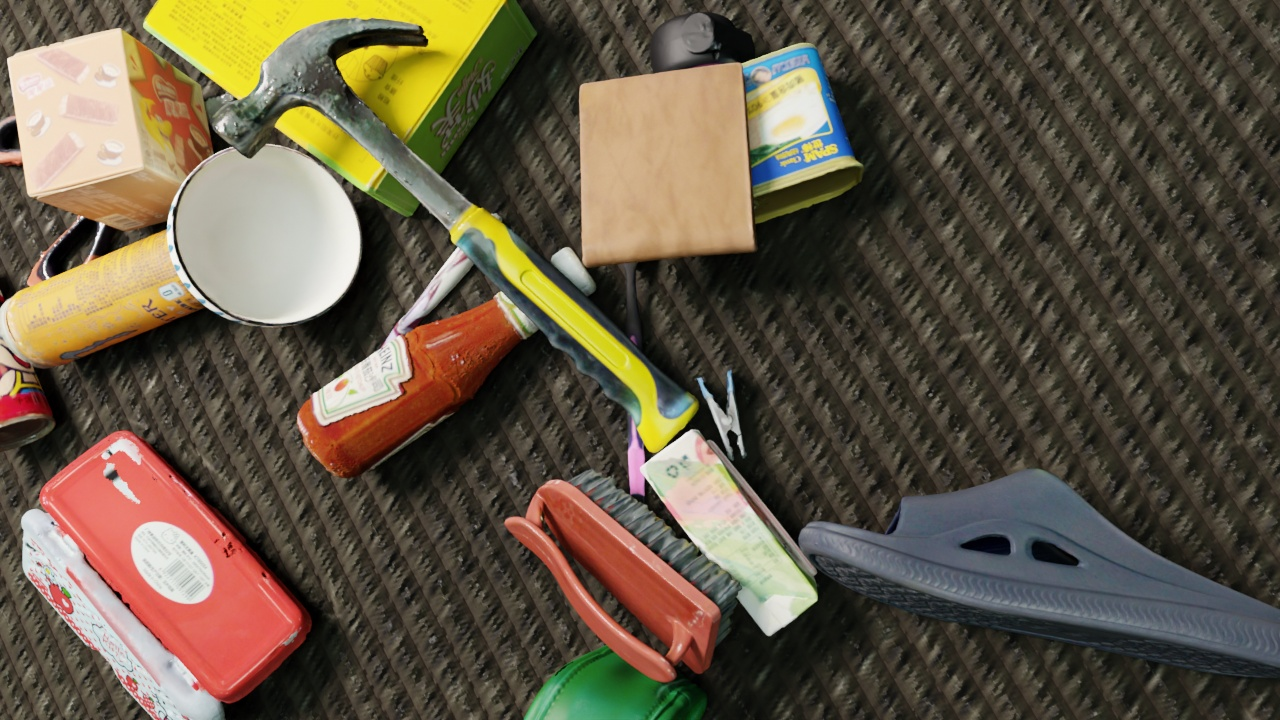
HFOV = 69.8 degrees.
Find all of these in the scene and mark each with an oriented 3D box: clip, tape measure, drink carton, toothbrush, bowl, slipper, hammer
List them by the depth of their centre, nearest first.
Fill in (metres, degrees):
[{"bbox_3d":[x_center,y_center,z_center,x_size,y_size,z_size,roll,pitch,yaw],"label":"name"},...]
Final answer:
[{"bbox_3d":[0.222,0.109,0.505,0.268,0.111,0.083,12,71,6],"label":"slipper"},{"bbox_3d":[-0.089,-0.072,0.549,0.323,0.032,0.126,43,86,-6],"label":"hammer"},{"bbox_3d":[0.056,0.099,0.552,0.045,0.053,0.122,-39,81,5],"label":"drink carton"},{"bbox_3d":[0.054,0.035,0.572,0.043,0.027,0.058,-14,84,1],"label":"clip"},{"bbox_3d":[0.036,-0.189,0.575,0.058,0.057,0.039,-11,81,41],"label":"tape measure"},{"bbox_3d":[-0.003,0.003,0.592,0.014,0.017,0.189,-2,89,11],"label":"toothbrush"},{"bbox_3d":[-0.251,-0.078,0.603,0.066,0.116,0.116,-2,84,52],"label":"bowl"},{"bbox_3d":[-0.157,-0.027,0.617,0.016,0.017,0.187,42,94,10],"label":"toothbrush"}]

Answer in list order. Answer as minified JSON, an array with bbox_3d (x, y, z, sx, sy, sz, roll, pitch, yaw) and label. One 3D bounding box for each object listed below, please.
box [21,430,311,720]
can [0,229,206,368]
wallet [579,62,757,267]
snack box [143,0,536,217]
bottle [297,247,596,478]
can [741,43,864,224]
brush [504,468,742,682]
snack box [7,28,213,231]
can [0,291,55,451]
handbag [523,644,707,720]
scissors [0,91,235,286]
[{"bbox_3d":[-0.330,0.159,0.613,0.201,0.074,0.154,41,97,12],"label":"box"},{"bbox_3d":[-0.361,-0.044,0.635,0.146,0.058,0.058,-20,82,8],"label":"can"},{"bbox_3d":[0.015,-0.114,0.535,0.101,0.020,0.115,-3,79,10],"label":"wallet"},{"bbox_3d":[-0.199,-0.220,0.613,0.210,0.070,0.157,36,92,10],"label":"snack box"},{"bbox_3d":[-0.121,-0.002,0.589,0.206,0.060,0.060,-35,81,0],"label":"bottle"},{"bbox_3d":[0.075,-0.135,0.565,0.102,0.057,0.083,-17,80,8],"label":"can"},{"bbox_3d":[-0.015,0.121,0.538,0.069,0.063,0.146,-32,54,-33],"label":"brush"},{"bbox_3d":[-0.344,-0.149,0.609,0.077,0.093,0.094,-13,84,4],"label":"snack box"},{"bbox_3d":[-0.470,-0.004,0.654,0.053,0.053,0.132,-29,81,7],"label":"can"},{"bbox_3d":[-0.021,0.228,0.519,0.068,0.131,0.120,23,94,21],"label":"handbag"},{"bbox_3d":[-0.390,-0.134,0.670,0.225,0.015,0.189,-45,80,3],"label":"scissors"}]
